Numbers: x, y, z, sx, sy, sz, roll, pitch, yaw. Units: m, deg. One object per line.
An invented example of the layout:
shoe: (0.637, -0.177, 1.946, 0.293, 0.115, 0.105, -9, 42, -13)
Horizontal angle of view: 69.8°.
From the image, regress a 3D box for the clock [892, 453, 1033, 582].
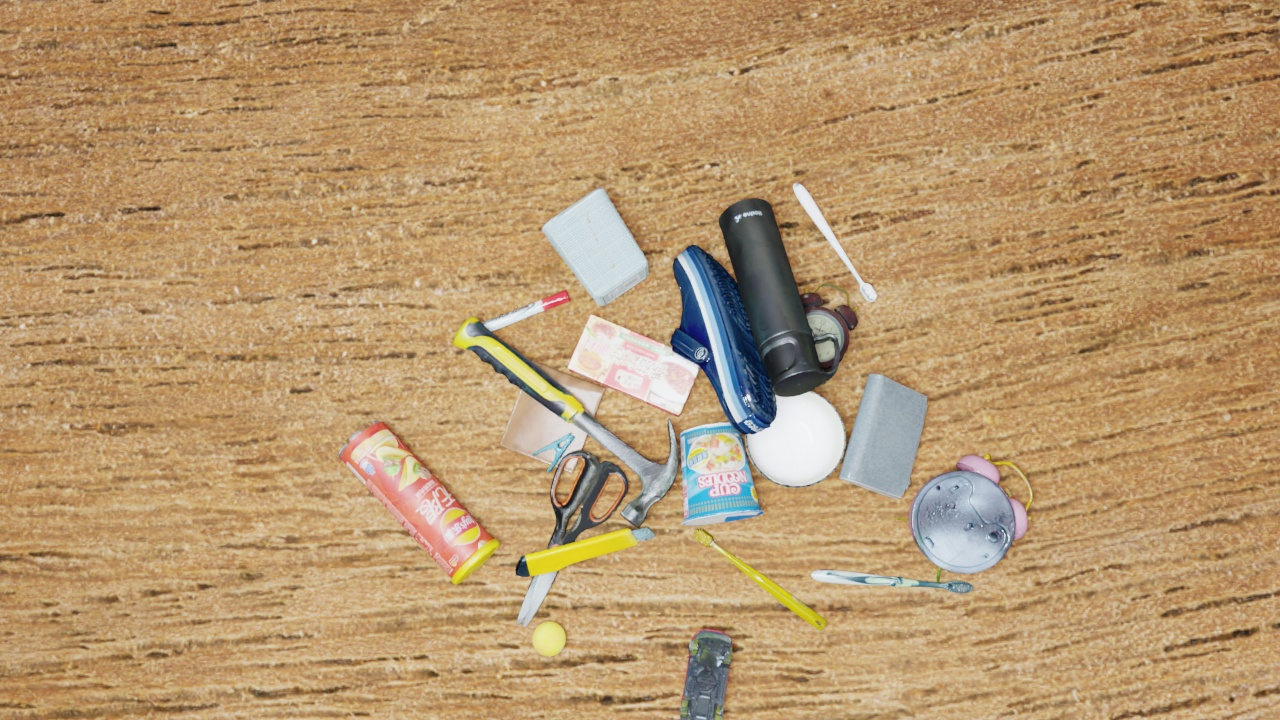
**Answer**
clock: (0.387, 0.178, 1.078, 0.158, 0.060, 0.117, -34, 81, 0)

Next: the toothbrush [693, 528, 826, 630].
toothbrush: (0.142, 0.262, 1.102, 0.190, 0.016, 0.015, 36, 86, 7)

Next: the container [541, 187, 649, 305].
container: (-0.051, -0.135, 1.132, 0.090, 0.090, 0.111, -33, 85, -1)

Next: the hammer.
hammer: (-0.090, 0.053, 1.111, 0.323, 0.032, 0.126, 38, 79, 9)

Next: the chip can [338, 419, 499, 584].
chip can: (-0.270, 0.171, 1.113, 0.216, 0.073, 0.073, 44, 87, 8)

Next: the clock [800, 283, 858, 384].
clock: (0.217, -0.035, 1.117, 0.082, 0.055, 0.122, 22, 83, 6)

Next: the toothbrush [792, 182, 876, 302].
toothbrush: (0.243, -0.150, 1.150, 0.016, 0.016, 0.180, -31, 82, -3)

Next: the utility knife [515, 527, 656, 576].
utility knife: (-0.066, 0.229, 1.109, 0.176, 0.015, 0.033, -13, 119, -9)

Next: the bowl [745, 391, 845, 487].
bowl: (0.182, 0.094, 1.097, 0.116, 0.066, 0.116, 0, 83, 2)

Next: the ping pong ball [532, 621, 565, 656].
ping pong ball: (-0.109, 0.333, 1.096, 0.040, 0.040, 0.040, 0, 82, 3)

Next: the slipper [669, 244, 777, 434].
slipper: (0.089, -0.018, 1.087, 0.095, 0.105, 0.252, -29, 57, 20)

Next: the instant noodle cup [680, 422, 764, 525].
instant noodle cup: (0.088, 0.134, 1.089, 0.099, 0.099, 0.109, -9, 75, 2)

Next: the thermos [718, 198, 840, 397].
thermos: (0.164, -0.078, 1.083, 0.090, 0.068, 0.242, -11, 63, -6)

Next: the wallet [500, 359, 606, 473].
wallet: (-0.110, 0.070, 1.143, 0.101, 0.020, 0.115, 22, 87, 5)

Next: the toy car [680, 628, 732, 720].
toy car: (0.076, 0.375, 1.077, 0.053, 0.045, 0.120, 11, 88, 3)

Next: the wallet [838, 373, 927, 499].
wallet: (0.290, 0.091, 1.089, 0.106, 0.037, 0.129, 22, 82, -32)

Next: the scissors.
scissors: (-0.083, 0.227, 1.119, 0.139, 0.022, 0.235, 5, 89, -3)

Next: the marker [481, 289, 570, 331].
marker: (-0.159, -0.056, 1.163, 0.145, 0.017, 0.017, -21, 82, 0)

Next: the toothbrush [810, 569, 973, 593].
toothbrush: (0.300, 0.263, 1.092, 0.192, 0.018, 0.016, 4, 83, 4)

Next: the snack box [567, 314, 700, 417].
snack box: (-0.007, 0.007, 1.141, 0.153, 0.025, 0.075, 23, 84, 6)

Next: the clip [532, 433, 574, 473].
clip: (-0.104, 0.109, 1.126, 0.055, 0.013, 0.034, -39, 88, 4)
